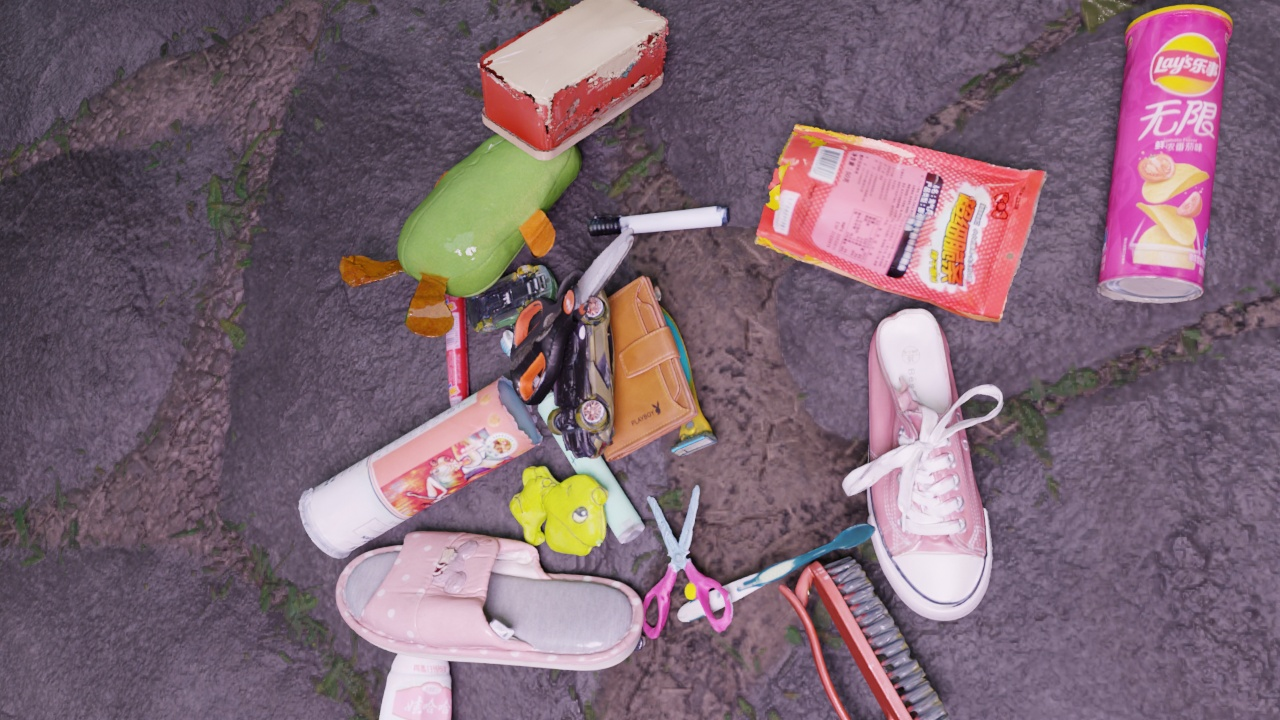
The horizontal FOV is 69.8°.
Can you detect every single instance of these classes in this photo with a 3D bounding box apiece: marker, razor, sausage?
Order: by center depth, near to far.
[{"bbox_3d":[0.032,0.013,0.787,0.043,0.028,0.132,-28,70,38],"label":"razor"},{"bbox_3d":[0.015,-0.126,0.826,0.131,0.018,0.022,-4,69,17],"label":"marker"},{"bbox_3d":[-0.173,-0.019,0.862,0.020,0.020,0.155,-8,77,15],"label":"sausage"}]

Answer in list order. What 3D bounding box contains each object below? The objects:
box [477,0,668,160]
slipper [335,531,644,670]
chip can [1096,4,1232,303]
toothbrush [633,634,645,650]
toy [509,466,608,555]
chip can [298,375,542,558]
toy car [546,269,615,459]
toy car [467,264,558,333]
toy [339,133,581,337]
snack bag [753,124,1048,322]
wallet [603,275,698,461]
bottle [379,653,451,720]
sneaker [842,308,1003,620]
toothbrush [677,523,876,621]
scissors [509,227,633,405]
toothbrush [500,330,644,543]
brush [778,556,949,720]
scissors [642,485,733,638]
[{"bbox_3d":[-0.055,-0.259,0.802,0.091,0.080,0.168,36,59,21],"label":"box"},{"bbox_3d":[-0.131,0.195,0.764,0.275,0.054,0.113,6,38,16],"label":"slipper"},{"bbox_3d":[0.391,-0.152,0.687,0.071,0.071,0.210,8,82,18],"label":"chip can"},{"bbox_3d":[-0.081,0.231,0.786,0.181,0.018,0.015,1,85,19],"label":"toothbrush"},{"bbox_3d":[-0.068,0.130,0.783,0.100,0.031,0.097,39,117,28],"label":"toy"},{"bbox_3d":[-0.195,0.095,0.818,0.215,0.071,0.071,-30,72,9],"label":"chip can"},{"bbox_3d":[-0.047,0.003,0.763,0.070,0.042,0.158,-13,77,60],"label":"toy car"},{"bbox_3d":[-0.117,-0.055,0.842,0.091,0.036,0.043,-19,72,18],"label":"toy car"},{"bbox_3d":[-0.144,-0.129,0.823,0.246,0.090,0.227,-47,47,-11],"label":"toy"},{"bbox_3d":[0.206,-0.117,0.745,0.208,0.073,0.128,18,89,14],"label":"snack bag"},{"bbox_3d":[-0.005,0.005,0.784,0.119,0.035,0.130,-33,69,36],"label":"wallet"},{"bbox_3d":[-0.193,0.322,0.775,0.068,0.068,0.196,-2,76,17],"label":"bottle"},{"bbox_3d":[0.211,0.073,0.688,0.118,0.088,0.240,-6,77,16],"label":"sneaker"},{"bbox_3d":[0.102,0.167,0.714,0.192,0.018,0.016,-34,68,31],"label":"toothbrush"},{"bbox_3d":[-0.062,-0.053,0.734,0.236,0.021,0.136,-62,35,36],"label":"scissors"},{"bbox_3d":[-0.065,0.061,0.808,0.224,0.026,0.027,56,135,19],"label":"toothbrush"},{"bbox_3d":[0.162,0.219,0.687,0.069,0.063,0.145,-27,71,-4],"label":"brush"},{"bbox_3d":[0.028,0.171,0.754,0.126,0.017,0.133,-47,52,25],"label":"scissors"}]
